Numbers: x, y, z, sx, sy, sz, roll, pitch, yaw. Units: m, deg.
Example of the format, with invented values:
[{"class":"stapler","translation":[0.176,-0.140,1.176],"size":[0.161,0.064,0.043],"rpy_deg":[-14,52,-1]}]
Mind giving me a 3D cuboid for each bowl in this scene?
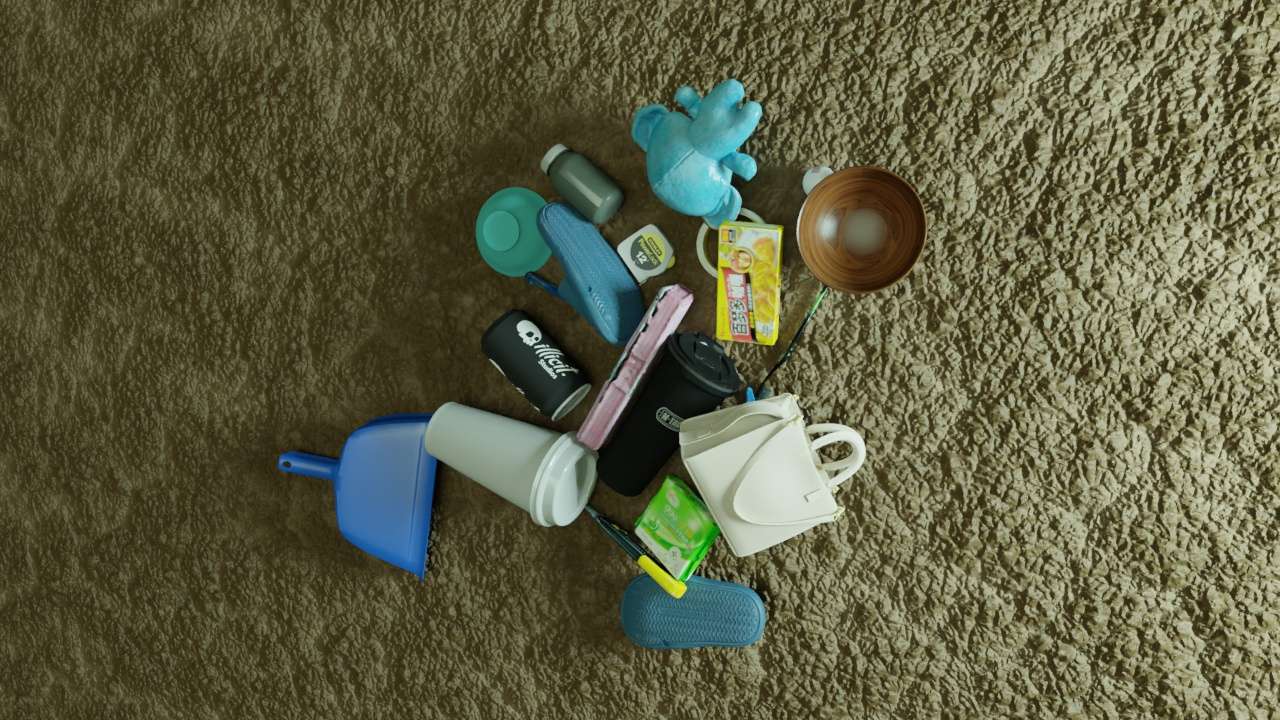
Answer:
[{"class":"bowl","translation":[-0.178,-0.174,1.239],"size":[0.121,0.046,0.121],"rpy_deg":[2,97,18]},{"class":"bowl","translation":[0.262,-0.153,1.087],"size":[0.147,0.068,0.147],"rpy_deg":[2,97,17]}]

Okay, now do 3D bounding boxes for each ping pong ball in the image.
[{"class":"ping pong ball","translation":[0.217,-0.215,1.110],"size":[0.040,0.040,0.040],"rpy_deg":[2,96,18]}]

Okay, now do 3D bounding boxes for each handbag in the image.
[{"class":"handbag","translation":[0.172,0.127,1.108],"size":[0.198,0.101,0.195],"rpy_deg":[-20,120,14]}]

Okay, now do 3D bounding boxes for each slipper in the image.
[{"class":"slipper","translation":[0.067,0.327,1.211],"size":[0.214,0.059,0.103],"rpy_deg":[-6,83,30]},{"class":"slipper","translation":[-0.067,-0.111,1.192],"size":[0.059,0.103,0.213],"rpy_deg":[-39,78,44]}]

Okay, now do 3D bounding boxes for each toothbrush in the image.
[{"class":"toothbrush","translation":[0.192,-0.019,1.154],"size":[0.017,0.014,0.188],"rpy_deg":[30,104,-1]}]

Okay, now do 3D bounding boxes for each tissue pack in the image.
[{"class":"tissue pack","translation":[0.049,0.220,1.197],"size":[0.114,0.034,0.100],"rpy_deg":[42,109,37]}]

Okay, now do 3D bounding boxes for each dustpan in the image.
[{"class":"dustpan","translation":[-0.419,0.177,1.351],"size":[0.258,0.059,0.246],"rpy_deg":[9,99,7]}]

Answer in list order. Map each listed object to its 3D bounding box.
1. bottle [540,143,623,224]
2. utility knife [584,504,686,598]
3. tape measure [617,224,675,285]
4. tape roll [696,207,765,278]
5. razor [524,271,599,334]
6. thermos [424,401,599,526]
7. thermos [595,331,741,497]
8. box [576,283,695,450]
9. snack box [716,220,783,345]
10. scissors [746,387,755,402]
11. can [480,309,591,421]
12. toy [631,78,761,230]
[{"class":"bottle","translation":[-0.077,-0.231,1.193],"size":[0.108,0.060,0.060],"rpy_deg":[42,106,9]},{"class":"utility knife","translation":[-0.016,0.245,1.220],"size":[0.198,0.028,0.020],"rpy_deg":[37,94,28]},{"class":"tape measure","translation":[0.010,-0.139,1.198],"size":[0.065,0.016,0.064],"rpy_deg":[-36,84,18]},{"class":"tape roll","translation":[0.118,-0.146,1.161],"size":[0.094,0.019,0.094],"rpy_deg":[2,97,17]},{"class":"razor","translation":[-0.097,-0.084,1.238],"size":[0.141,0.018,0.044],"rpy_deg":[32,141,14]},{"class":"thermos","translation":[-0.178,0.130,1.240],"size":[0.222,0.131,0.131],"rpy_deg":[20,101,23]},{"class":"thermos","translation":[0.029,0.073,1.176],"size":[0.106,0.105,0.219],"rpy_deg":[40,111,10]},{"class":"box","translation":[-0.007,0.006,1.181],"size":[0.041,0.098,0.233],"rpy_deg":[32,106,4]},{"class":"snack box","translation":[0.134,-0.095,1.133],"size":[0.075,0.025,0.152],"rpy_deg":[8,118,17]},{"class":"scissors","translation":[0.140,0.083,1.153],"size":[0.125,0.016,0.125],"rpy_deg":[15,122,-21]},{"class":"can","translation":[-0.141,0.005,1.229],"size":[0.146,0.080,0.080],"rpy_deg":[46,107,8]},{"class":"toy","translation":[0.081,-0.263,1.115],"size":[0.183,0.114,0.181],"rpy_deg":[51,129,7]}]
